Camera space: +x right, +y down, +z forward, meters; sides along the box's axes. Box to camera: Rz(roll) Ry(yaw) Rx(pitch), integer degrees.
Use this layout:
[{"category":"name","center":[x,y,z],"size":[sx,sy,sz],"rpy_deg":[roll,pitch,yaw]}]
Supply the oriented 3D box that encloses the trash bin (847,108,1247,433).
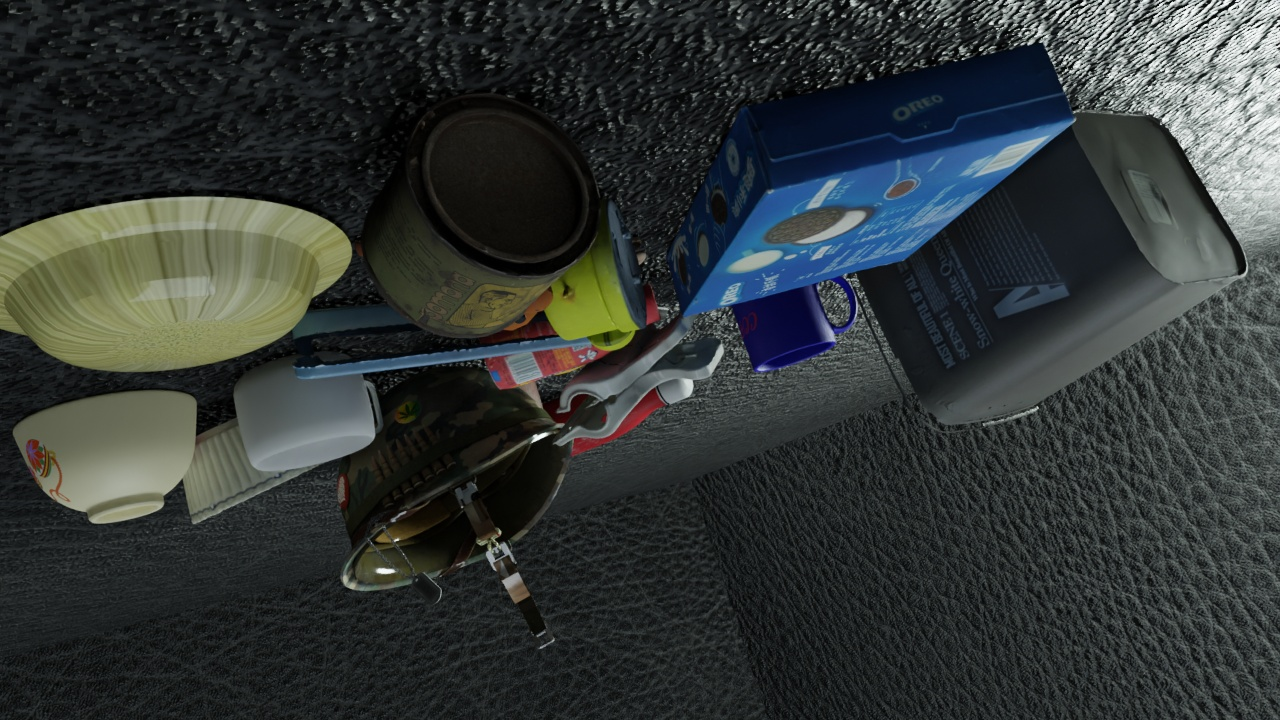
[{"category":"trash bin","center":[0.333,-0.076,0.761],"size":[0.197,0.197,0.221],"rpy_deg":[-8,159,-34]}]

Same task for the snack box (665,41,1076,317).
[{"category":"snack box","center":[0.133,-0.108,0.617],"size":[0.195,0.056,0.239],"rpy_deg":[-15,169,-12]}]

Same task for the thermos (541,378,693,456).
[{"category":"thermos","center":[-0.047,0.062,1.104],"size":[0.240,0.073,0.073],"rpy_deg":[-22,168,20]}]

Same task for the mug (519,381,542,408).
[{"category":"mug","center":[-0.143,0.079,0.958],"size":[0.096,0.110,0.123],"rpy_deg":[-8,166,-21]}]

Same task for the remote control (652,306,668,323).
[{"category":"remote control","center":[-0.016,-0.041,0.817],"size":[0.028,0.011,0.124],"rpy_deg":[-24,167,30]}]

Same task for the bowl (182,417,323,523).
[{"category":"bowl","center":[-0.323,0.080,0.752],"size":[0.115,0.062,0.115],"rpy_deg":[-25,-177,1]}]

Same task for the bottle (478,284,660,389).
[{"category":"bottle","center":[-0.053,-0.025,0.715],"size":[0.137,0.062,0.062],"rpy_deg":[-17,169,1]}]

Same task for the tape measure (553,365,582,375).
[{"category":"tape measure","center":[-0.069,-0.009,0.841],"size":[0.059,0.030,0.068],"rpy_deg":[-15,166,-13]}]

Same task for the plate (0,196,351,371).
[{"category":"plate","center":[-0.241,-0.026,0.478],"size":[0.184,0.036,0.184],"rpy_deg":[-16,168,-4]}]

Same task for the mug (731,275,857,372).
[{"category":"mug","center":[0.144,-0.047,0.850],"size":[0.111,0.083,0.079],"rpy_deg":[-17,169,-2]}]

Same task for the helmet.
[{"category":"helmet","center":[-0.155,0.125,0.792],"size":[0.223,0.236,0.193],"rpy_deg":[-46,160,-20]}]

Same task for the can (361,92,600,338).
[{"category":"can","center":[-0.074,-0.065,0.422],"size":[0.089,0.090,0.075],"rpy_deg":[-10,166,-35]}]

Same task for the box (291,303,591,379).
[{"category":"box","center":[-0.129,-0.010,0.630],"size":[0.209,0.052,0.067],"rpy_deg":[-5,168,-14]}]

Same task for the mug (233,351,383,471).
[{"category":"mug","center":[-0.246,0.038,0.700],"size":[0.094,0.068,0.115],"rpy_deg":[-25,166,33]}]

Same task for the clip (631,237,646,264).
[{"category":"clip","center":[-0.024,-0.065,0.647],"size":[0.061,0.049,0.026],"rpy_deg":[11,166,-1]}]

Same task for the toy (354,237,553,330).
[{"category":"toy","center":[-0.104,-0.049,0.513],"size":[0.103,0.070,0.090],"rpy_deg":[0,150,27]}]

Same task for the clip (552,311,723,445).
[{"category":"clip","center":[-0.009,0.000,0.753],"size":[0.151,0.089,0.125],"rpy_deg":[-36,-168,33]}]

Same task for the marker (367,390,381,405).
[{"category":"marker","center":[-0.270,0.056,0.881],"size":[0.017,0.017,0.147],"rpy_deg":[-11,167,-30]}]

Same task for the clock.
[{"category":"clock","center":[-0.027,-0.051,0.577],"size":[0.057,0.083,0.119],"rpy_deg":[-15,166,10]}]

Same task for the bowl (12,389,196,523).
[{"category":"bowl","center":[-0.379,0.076,0.665],"size":[0.118,0.074,0.118],"rpy_deg":[-17,169,-4]}]
